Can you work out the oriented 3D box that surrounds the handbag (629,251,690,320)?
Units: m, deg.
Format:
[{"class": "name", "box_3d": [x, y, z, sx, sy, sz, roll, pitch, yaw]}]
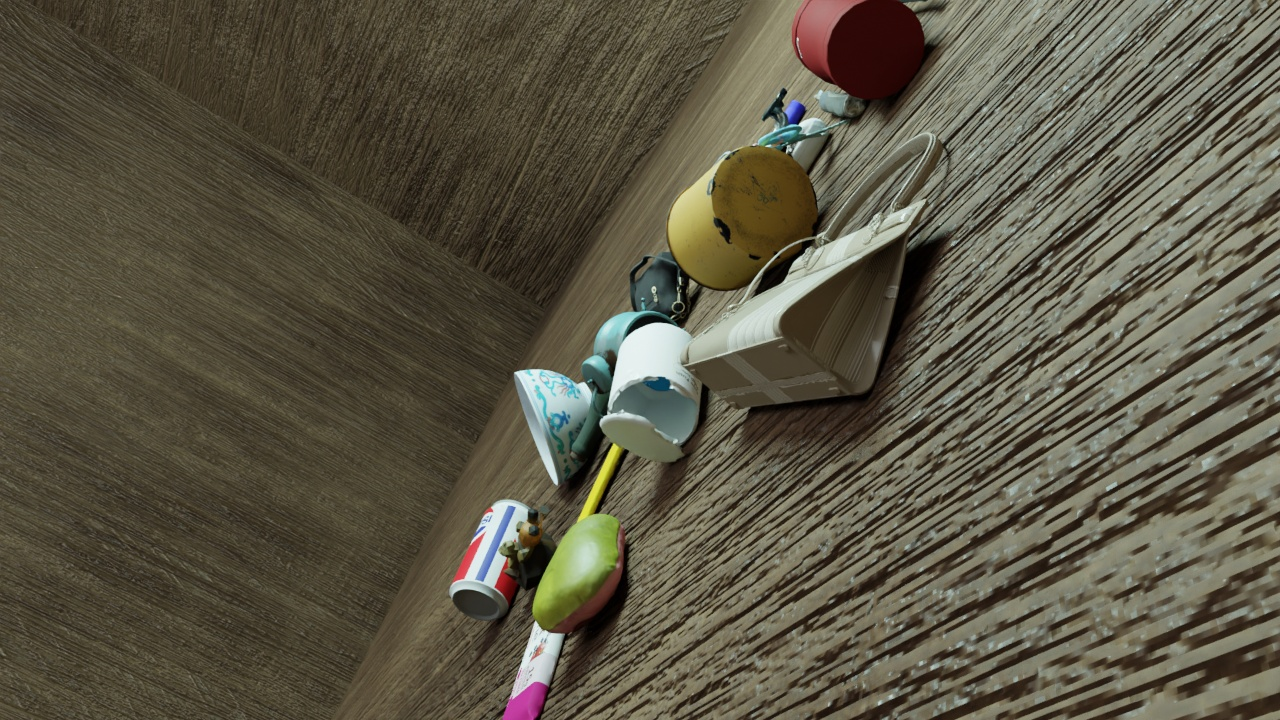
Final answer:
[{"class": "handbag", "box_3d": [0.022, -0.073, 1.056, 0.129, 0.054, 0.079, 141, 127, -67]}]

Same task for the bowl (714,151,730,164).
[{"class": "bowl", "box_3d": [0.082, -0.160, 0.954, 0.106, 0.039, 0.106, -59, 12, 21]}]

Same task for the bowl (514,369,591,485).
[{"class": "bowl", "box_3d": [-0.091, 0.069, 1.099, 0.074, 0.144, 0.144, -21, 2, -12]}]

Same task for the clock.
[{"class": "clock", "box_3d": [-0.005, 0.005, 0.888, 0.053, 0.090, 0.124, -20, 39, 60]}]

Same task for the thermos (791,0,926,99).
[{"class": "thermos", "box_3d": [0.193, -0.287, 0.794, 0.108, 0.084, 0.198, -36, 19, 16]}]

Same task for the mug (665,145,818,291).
[{"class": "mug", "box_3d": [0.091, -0.127, 0.766, 0.123, 0.100, 0.094, -55, 10, -19]}]

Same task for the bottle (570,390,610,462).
[{"class": "bottle", "box_3d": [-0.028, 0.034, 1.017, 0.174, 0.055, 0.055, -61, 10, 0]}]

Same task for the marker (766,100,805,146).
[{"class": "marker", "box_3d": [0.143, -0.228, 1.041, 0.141, 0.020, 0.020, -59, 10, 3]}]

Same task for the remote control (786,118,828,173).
[{"class": "remote control", "box_3d": [0.134, -0.171, 0.888, 0.138, 0.025, 0.060, -58, 10, 7]}]

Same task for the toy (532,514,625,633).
[{"class": "toy", "box_3d": [-0.043, 0.161, 0.715, 0.090, 0.051, 0.109, -50, 11, 34]}]

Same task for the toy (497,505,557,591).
[{"class": "toy", "box_3d": [-0.113, 0.188, 0.940, 0.076, 0.062, 0.100, -103, 23, -51]}]

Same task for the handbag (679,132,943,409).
[{"class": "handbag", "box_3d": [0.127, -0.065, 0.576, 0.197, 0.062, 0.176, -53, 8, -13]}]

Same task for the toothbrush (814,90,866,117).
[{"class": "toothbrush", "box_3d": [0.185, -0.248, 0.882, 0.024, 0.022, 0.185, -52, 10, 14]}]

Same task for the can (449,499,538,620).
[{"class": "can", "box_3d": [-0.170, 0.234, 1.082, 0.070, 0.070, 0.131, -51, 13, 41]}]

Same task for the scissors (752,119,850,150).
[{"class": "scissors", "box_3d": [0.122, -0.187, 0.809, 0.111, 0.015, 0.140, -22, -4, 38]}]

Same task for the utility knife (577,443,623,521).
[{"class": "utility knife", "box_3d": [-0.032, 0.107, 0.920, 0.031, 0.019, 0.223, -25, 40, 63]}]

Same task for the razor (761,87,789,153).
[{"class": "razor", "box_3d": [0.124, -0.180, 0.852, 0.043, 0.022, 0.144, 131, 149, -70]}]

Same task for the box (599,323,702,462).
[{"class": "box", "box_3d": [0.010, 0.034, 0.759, 0.089, 0.080, 0.143, -38, 19, 22]}]

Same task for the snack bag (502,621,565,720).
[{"class": "snack bag", "box_3d": [-0.081, 0.236, 0.779, 0.070, 0.016, 0.196, -49, 15, 39]}]
